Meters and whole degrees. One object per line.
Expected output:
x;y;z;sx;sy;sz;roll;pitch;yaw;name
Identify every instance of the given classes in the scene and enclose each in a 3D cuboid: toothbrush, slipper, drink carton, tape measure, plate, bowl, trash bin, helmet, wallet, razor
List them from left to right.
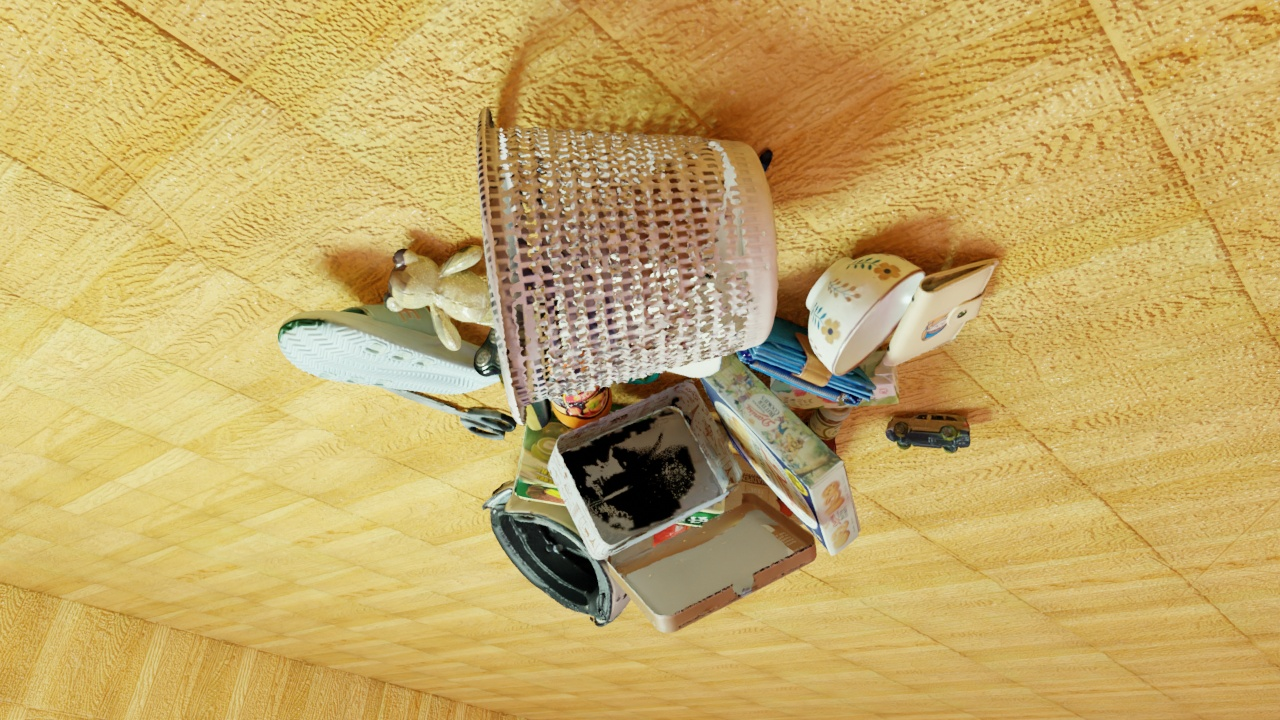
-0.238;-0.018;0.928;0.104;0.074;0.245;-23;155;37;slipper
-0.127;0.025;0.962;0.067;0.062;0.168;-19;148;-4;razor
-0.077;0.218;1.202;0.230;0.156;0.275;46;157;2;helmet
-0.009;-0.075;0.668;0.192;0.227;0.228;-6;150;-3;trash bin
-0.006;0.006;0.965;0.054;0.025;0.058;11;150;-6;tape measure
0.002;-0.051;0.837;0.164;0.034;0.164;14;149;8;plate
0.075;-0.108;0.765;0.014;0.016;0.190;5;150;-13;toothbrush
0.142;-0.009;0.846;0.133;0.106;0.040;19;113;-20;wallet
0.197;0.020;0.929;0.123;0.045;0.053;-6;152;22;drink carton
0.182;-0.048;0.781;0.062;0.113;0.114;43;160;23;bowl
0.264;-0.042;0.803;0.087;0.024;0.115;-22;150;-16;wallet

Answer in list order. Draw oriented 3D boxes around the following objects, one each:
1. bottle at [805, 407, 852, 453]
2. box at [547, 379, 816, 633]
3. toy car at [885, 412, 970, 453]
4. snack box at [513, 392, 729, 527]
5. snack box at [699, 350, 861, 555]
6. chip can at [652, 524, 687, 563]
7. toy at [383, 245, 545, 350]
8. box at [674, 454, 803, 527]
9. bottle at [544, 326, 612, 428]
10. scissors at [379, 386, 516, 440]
0.198;0.095;1.045;0.060;0.059;0.206;7;149;-1;bottle
0.033;0.153;0.946;0.178;0.273;0.126;-22;138;-20;box
0.318;0.079;1.018;0.090;0.035;0.042;0;148;21;toy car
-0.020;0.116;1.068;0.240;0.114;0.063;9;151;-6;snack box
0.145;0.095;0.953;0.045;0.182;0.178;-37;144;-6;snack box
0.033;0.233;1.301;0.073;0.073;0.217;6;150;1;chip can
-0.156;-0.061;0.854;0.157;0.066;0.105;13;117;-19;toy
0.118;0.176;1.167;0.168;0.091;0.080;10;146;-7;box
-0.071;0.011;0.957;0.067;0.066;0.150;0;143;11;bottle
-0.230;0.054;1.107;0.136;0.014;0.175;-8;144;25;scissors
